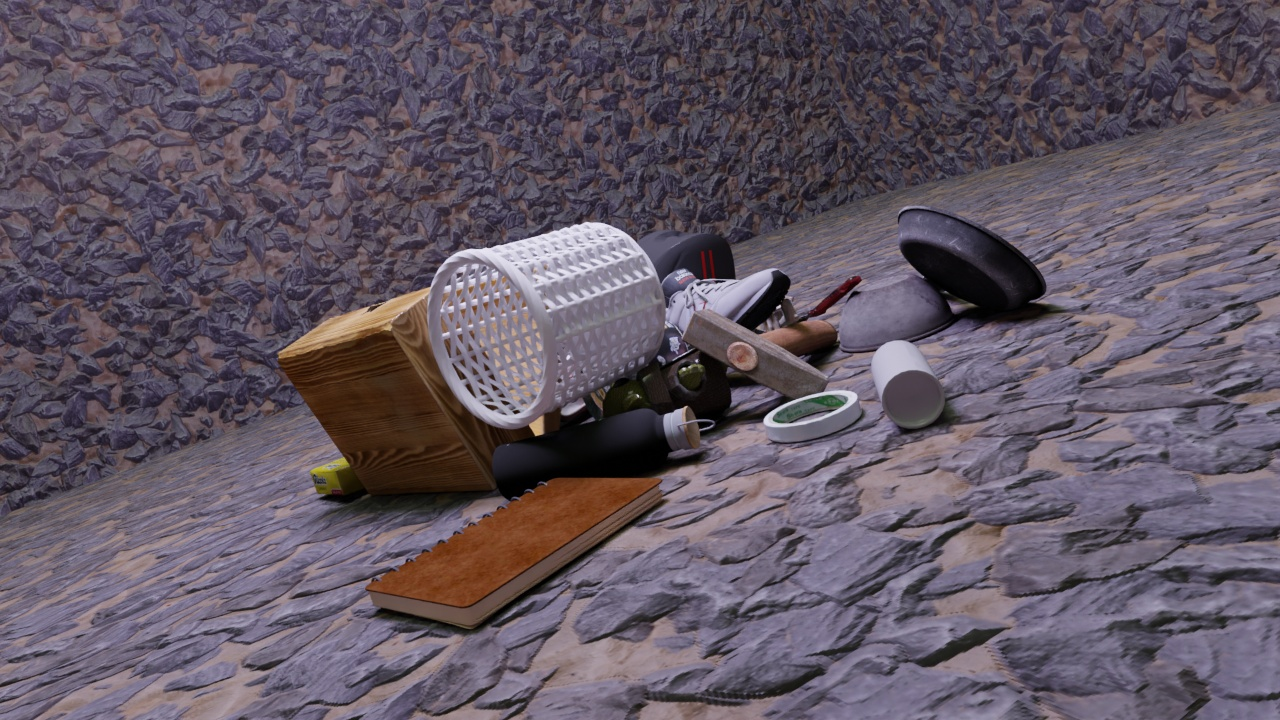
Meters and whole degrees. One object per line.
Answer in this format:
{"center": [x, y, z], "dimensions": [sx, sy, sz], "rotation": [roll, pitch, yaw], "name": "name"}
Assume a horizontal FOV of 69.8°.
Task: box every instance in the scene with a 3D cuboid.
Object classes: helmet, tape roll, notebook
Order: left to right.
{"center": [-0.107, 0.157, 0.796], "dimensions": [0.168, 0.024, 0.224], "rotation": [-7, 14, 45], "name": "notebook"}
{"center": [0.050, -0.087, 1.346], "dimensions": [0.164, 0.169, 0.265], "rotation": [-12, -34, -28], "name": "helmet"}
{"center": [0.166, 0.054, 0.886], "dimensions": [0.094, 0.018, 0.093], "rotation": [-18, 10, 3], "name": "tape roll"}

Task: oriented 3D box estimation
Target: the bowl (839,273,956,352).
{"center": [0.312, -0.066, 1.149], "dimensions": [0.145, 0.067, 0.145], "rotation": [-18, 9, 3], "name": "bowl"}

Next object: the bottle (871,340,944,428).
{"center": [0.246, 0.012, 0.866], "dimensions": [0.052, 0.052, 0.195], "rotation": [-16, 9, 13], "name": "bottle"}

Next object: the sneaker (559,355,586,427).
{"center": [-0.064, 0.017, 1.308], "dimensions": [0.088, 0.118, 0.240], "rotation": [-37, 3, 34], "name": "sneaker"}

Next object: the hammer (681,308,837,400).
{"center": [0.179, -0.017, 1.078], "dimensions": [0.158, 0.037, 0.300], "rotation": [30, 19, 20], "name": "hammer"}

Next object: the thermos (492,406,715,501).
{"center": [-0.035, 0.089, 0.931], "dimensions": [0.232, 0.061, 0.061], "rotation": [-15, 10, 18], "name": "thermos"}

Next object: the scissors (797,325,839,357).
{"center": [0.204, -0.020, 1.260], "dimensions": [0.169, 0.012, 0.157], "rotation": [-16, 10, 9], "name": "scissors"}

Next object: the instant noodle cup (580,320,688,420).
{"center": [-0.007, 0.007, 1.178], "dimensions": [0.112, 0.137, 0.137], "rotation": [-14, 6, -29], "name": "instant noodle cup"}

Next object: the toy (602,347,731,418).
{"center": [0.030, 0.038, 1.018], "dimensions": [0.152, 0.078, 0.180], "rotation": [-19, -13, -14], "name": "toy"}

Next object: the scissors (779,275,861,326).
{"center": [0.213, -0.063, 1.189], "dimensions": [0.195, 0.015, 0.179], "rotation": [-32, -18, 37], "name": "scissors"}

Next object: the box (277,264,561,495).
{"center": [-0.238, 0.024, 1.182], "dimensions": [0.280, 0.269, 0.262], "rotation": [-10, 24, 42], "name": "box"}

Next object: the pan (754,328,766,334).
{"center": [0.102, -0.066, 1.442], "dimensions": [0.198, 0.021, 0.357], "rotation": [-57, 31, -7], "name": "pan"}

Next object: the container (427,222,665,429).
{"center": [-0.100, -0.044, 1.001], "dimensions": [0.190, 0.189, 0.186], "rotation": [-10, 10, 43], "name": "container"}

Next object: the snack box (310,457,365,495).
{"center": [-0.369, 0.145, 1.322], "dimensions": [0.180, 0.045, 0.121], "rotation": [-21, 7, -36], "name": "snack box"}

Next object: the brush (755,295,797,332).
{"center": [0.142, -0.060, 1.483], "dimensions": [0.083, 0.056, 0.272], "rotation": [-25, 12, -37], "name": "brush"}

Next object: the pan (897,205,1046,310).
{"center": [0.389, -0.110, 1.153], "dimensions": [0.055, 0.187, 0.357], "rotation": [-56, -8, -3], "name": "pan"}

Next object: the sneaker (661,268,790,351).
{"center": [0.083, -0.070, 1.173], "dimensions": [0.088, 0.124, 0.241], "rotation": [-24, -20, -40], "name": "sneaker"}
